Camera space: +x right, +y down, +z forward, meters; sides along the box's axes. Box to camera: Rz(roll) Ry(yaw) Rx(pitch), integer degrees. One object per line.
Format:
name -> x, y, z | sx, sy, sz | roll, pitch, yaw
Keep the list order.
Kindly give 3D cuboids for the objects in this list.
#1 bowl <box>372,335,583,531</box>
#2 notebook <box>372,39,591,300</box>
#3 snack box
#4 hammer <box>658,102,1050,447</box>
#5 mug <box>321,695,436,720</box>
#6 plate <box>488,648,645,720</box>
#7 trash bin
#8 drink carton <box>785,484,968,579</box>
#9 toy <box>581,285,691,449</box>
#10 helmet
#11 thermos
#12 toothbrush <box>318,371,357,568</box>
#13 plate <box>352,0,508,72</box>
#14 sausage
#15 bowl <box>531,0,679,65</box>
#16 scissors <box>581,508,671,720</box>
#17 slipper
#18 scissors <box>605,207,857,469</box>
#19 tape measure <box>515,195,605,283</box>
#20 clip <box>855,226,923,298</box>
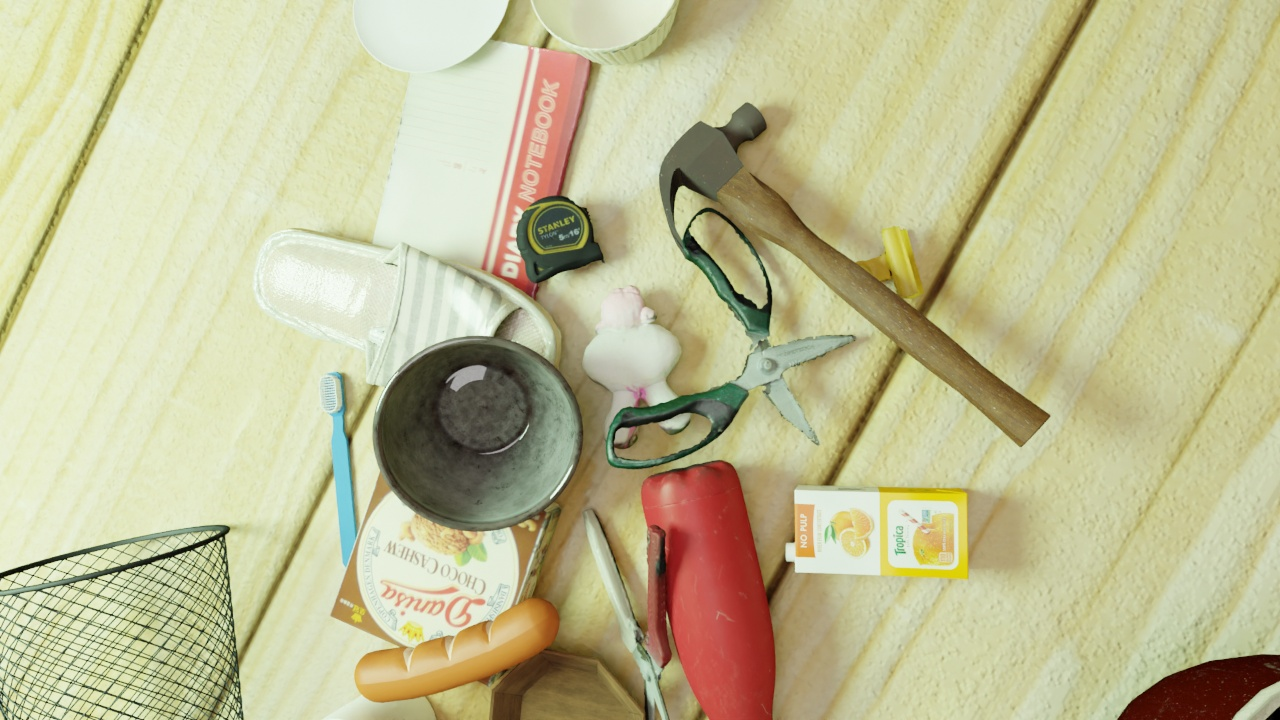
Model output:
bowl -> -0.117, 0.045, 0.671 | 0.145, 0.067, 0.145 | -2, 106, -7
notebook -> -0.133, -0.157, 0.746 | 0.153, 0.012, 0.209 | 13, 92, 13
snack box -> -0.153, 0.159, 0.725 | 0.143, 0.041, 0.147 | 20, 92, 12
hammer -> 0.142, -0.057, 0.643 | 0.323, 0.033, 0.115 | 43, 84, 18
mug -> -0.192, 0.303, 0.704 | 0.110, 0.090, 0.074 | 12, 91, 13
plate -> -0.055, 0.283, 0.703 | 0.131, 0.025, 0.131 | -1, 88, 17
trash bin -> -0.400, 0.255, 0.717 | 0.184, 0.184, 0.210 | -10, 91, 12
drink carton -> 0.166, 0.120, 0.653 | 0.123, 0.040, 0.058 | -1, 88, 13
toy -> -0.004, 0.004, 0.699 | 0.079, 0.038, 0.122 | -11, 88, 21
helmet -> 0.374, 0.280, 0.489 | 0.233, 0.254, 0.233 | 5, 65, 8
thermos -> 0.059, 0.194, 0.659 | 0.073, 0.073, 0.240 | -14, 85, 12
toothbrush -> -0.250, 0.093, 0.764 | 0.016, 0.014, 0.166 | -7, 87, 13
plate -> -0.170, -0.294, 0.751 | 0.135, 0.011, 0.134 | -2, 77, 10
sausage -> -0.135, 0.217, 0.676 | 0.164, 0.039, 0.044 | -21, 87, 11
bowl -> -0.021, -0.276, 0.695 | 0.115, 0.062, 0.115 | -1, 83, 10
scissors -> -0.003, 0.189, 0.676 | 0.179, 0.015, 0.199 | 50, 142, 40
slipper -> -0.194, -0.036, 0.731 | 0.273, 0.054, 0.114 | 21, 97, 11
scissors -> 0.051, -0.015, 0.674 | 0.201, 0.015, 0.204 | -19, 74, -5
tape measure -> -0.066, -0.096, 0.710 | 0.061, 0.034, 0.061 | -18, 99, -9
clip -> 0.178, -0.067, 0.664 | 0.048, 0.046, 0.054 | -13, 86, -13
